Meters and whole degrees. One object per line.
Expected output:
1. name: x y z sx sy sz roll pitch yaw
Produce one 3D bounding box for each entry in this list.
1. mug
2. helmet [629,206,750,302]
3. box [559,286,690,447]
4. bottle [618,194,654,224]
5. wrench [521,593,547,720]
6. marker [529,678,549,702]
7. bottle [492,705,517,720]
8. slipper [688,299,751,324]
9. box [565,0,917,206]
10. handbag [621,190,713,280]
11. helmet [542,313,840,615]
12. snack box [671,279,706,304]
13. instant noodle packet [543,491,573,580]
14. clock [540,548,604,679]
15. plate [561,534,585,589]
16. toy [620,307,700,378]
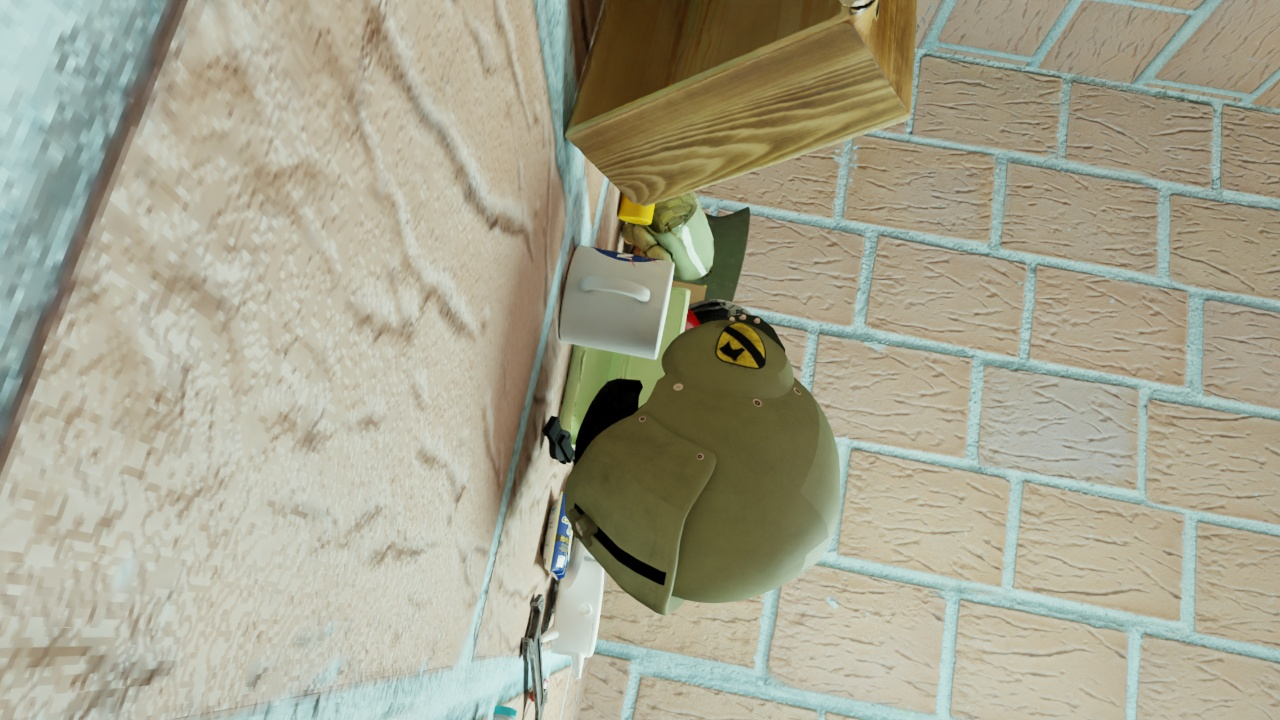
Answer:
1. mug: -0.021 -0.056 0.833 0.121 0.090 0.091 78 23 -83
2. helmet: 0.053 -0.126 1.397 0.269 0.154 0.226 108 -6 -51
3. box: -0.021 0.005 0.954 0.082 0.098 0.188 13 84 -53
4. bottle: 0.006 -0.246 1.153 0.043 0.043 0.143 38 62 -87
5. wrench: -0.123 0.369 1.090 0.274 0.010 0.069 94 8 -46
6. marker: -0.136 0.450 1.256 0.142 0.013 0.012 87 14 -79
7. bottle: -0.126 0.353 0.747 0.044 0.044 0.136 95 6 -62
8. slipper: 0.051 -0.004 1.136 0.063 0.265 0.111 12 66 -48
9. box: 0.042 -0.334 0.594 0.336 0.287 0.278 42 50 -41
10. handbag: 0.029 -0.189 1.253 0.113 0.117 0.186 55 13 -48
11. helmet: 0.043 0.094 0.792 0.232 0.255 0.251 -81 178 -49
12. snack box: 0.019 -0.077 1.211 0.088 0.126 0.040 90 12 -75
13. instant noodle packet: -0.093 0.203 1.049 0.134 0.026 0.087 93 5 -73
14. clock: -0.093 0.330 1.233 0.160 0.073 0.125 -92 -169 -69
15. plate: -0.085 0.215 1.138 0.134 0.011 0.134 -168 -89 -76
16. toy: -0.006 0.006 1.073 0.197 0.120 0.158 7 -92 52
